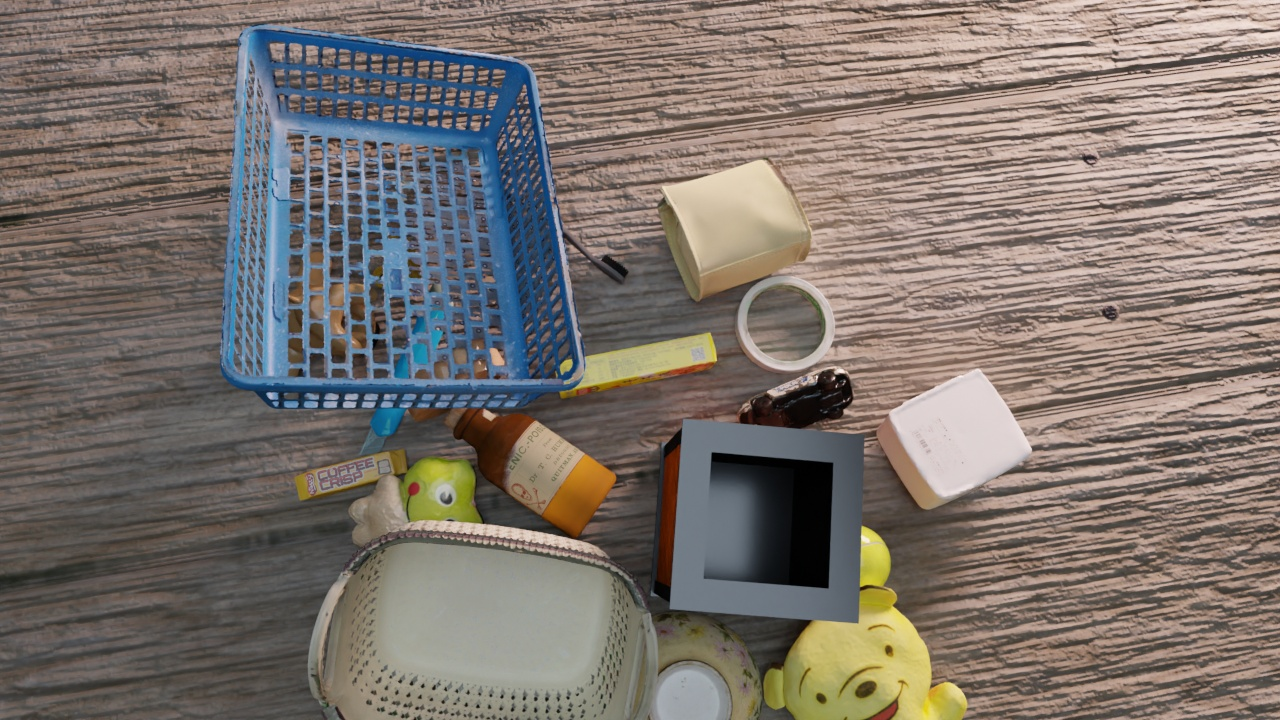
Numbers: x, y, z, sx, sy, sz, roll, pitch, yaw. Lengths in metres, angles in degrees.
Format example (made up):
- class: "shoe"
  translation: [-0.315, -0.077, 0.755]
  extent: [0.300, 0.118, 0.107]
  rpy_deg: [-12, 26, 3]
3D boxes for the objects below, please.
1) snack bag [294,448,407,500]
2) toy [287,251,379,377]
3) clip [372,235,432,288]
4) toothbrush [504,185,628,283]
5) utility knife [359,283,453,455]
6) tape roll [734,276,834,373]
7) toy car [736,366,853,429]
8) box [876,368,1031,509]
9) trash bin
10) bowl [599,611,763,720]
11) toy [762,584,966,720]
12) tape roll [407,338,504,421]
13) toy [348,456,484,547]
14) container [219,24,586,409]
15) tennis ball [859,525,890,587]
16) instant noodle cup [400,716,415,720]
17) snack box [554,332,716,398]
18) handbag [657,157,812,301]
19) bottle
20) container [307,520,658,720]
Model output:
- class: "snack bag"
  translation: [-0.260, 0.103, 0.826]
  extent: [0.099, 0.020, 0.026]
  rpy_deg: [-14, 79, -7]
- class: "toy"
  translation: [-0.280, -0.038, 0.813]
  extent: [0.105, 0.108, 0.134]
  rpy_deg: [19, 77, -23]
- class: "clip"
  translation: [-0.227, -0.088, 0.863]
  extent: [0.046, 0.048, 0.054]
  rpy_deg: [-26, 83, -34]
- class: "toothbrush"
  translation: [-0.081, -0.128, 0.887]
  extent: [0.167, 0.013, 0.013]
  rpy_deg: [36, 71, 3]
- class: "utility knife"
  translation: [-0.216, 0.010, 0.850]
  extent: [0.031, 0.015, 0.174]
  rpy_deg: [24, 80, 4]
- class: "tape roll"
  translation: [0.138, -0.034, 0.881]
  extent: [0.094, 0.018, 0.093]
  rpy_deg: [1, 78, -3]
- class: "toy car"
  translation: [0.143, 0.040, 0.855]
  extent: [0.113, 0.040, 0.048]
  rpy_deg: [-21, 121, -2]
- class: "box"
  translation: [0.282, 0.079, 0.861]
  extent: [0.107, 0.095, 0.102]
  rpy_deg: [-24, 70, -13]
- class: "trash bin"
  translation: [0.090, 0.135, 0.766]
  extent: [0.139, 0.172, 0.139]
  rpy_deg: [5, 79, -3]
- class: "bowl"
  translation: [0.039, 0.291, 0.788]
  extent: [0.145, 0.063, 0.145]
  rpy_deg: [1, 80, -3]
- class: "toy"
  translation: [0.204, 0.310, 0.787]
  extent: [0.149, 0.084, 0.214]
  rpy_deg: [-31, 80, -6]
- class: "tape roll"
  translation: [-0.165, 0.018, 0.811]
  extent: [0.094, 0.094, 0.027]
  rpy_deg: [-31, 83, -9]
- class: "toy"
  translation: [-0.199, 0.134, 0.810]
  extent: [0.118, 0.043, 0.092]
  rpy_deg: [-9, 94, -2]
- class: "container"
  translation: [-0.201, -0.112, 0.764]
  extent: [0.256, 0.089, 0.361]
  rpy_deg: [1, 58, -20]
- class: "tennis ball"
  translation: [0.189, 0.179, 0.818]
  extent: [0.065, 0.065, 0.065]
  rpy_deg: [1, 79, -4]
- class: "instant noodle cup"
  translation: [-0.148, 0.339, 0.756]
  extent: [0.112, 0.100, 0.100]
  rpy_deg: [-1, 79, -13]
- class: "snack box"
  translation: [-0.005, 0.005, 0.852]
  extent: [0.148, 0.040, 0.029]
  rpy_deg: [-11, 80, -6]
- class: "handbag"
  translation: [0.088, -0.127, 0.867]
  extent: [0.119, 0.081, 0.111]
  rpy_deg: [-20, 74, -6]
- class: "bottle"
  translation: [-0.103, 0.087, 0.815]
  extent: [0.157, 0.068, 0.067]
  rpy_deg: [34, 79, 3]
- class: "container"
  translation: [-0.120, 0.220, 0.733]
  extent: [0.251, 0.143, 0.185]
  rpy_deg: [9, 93, -7]
